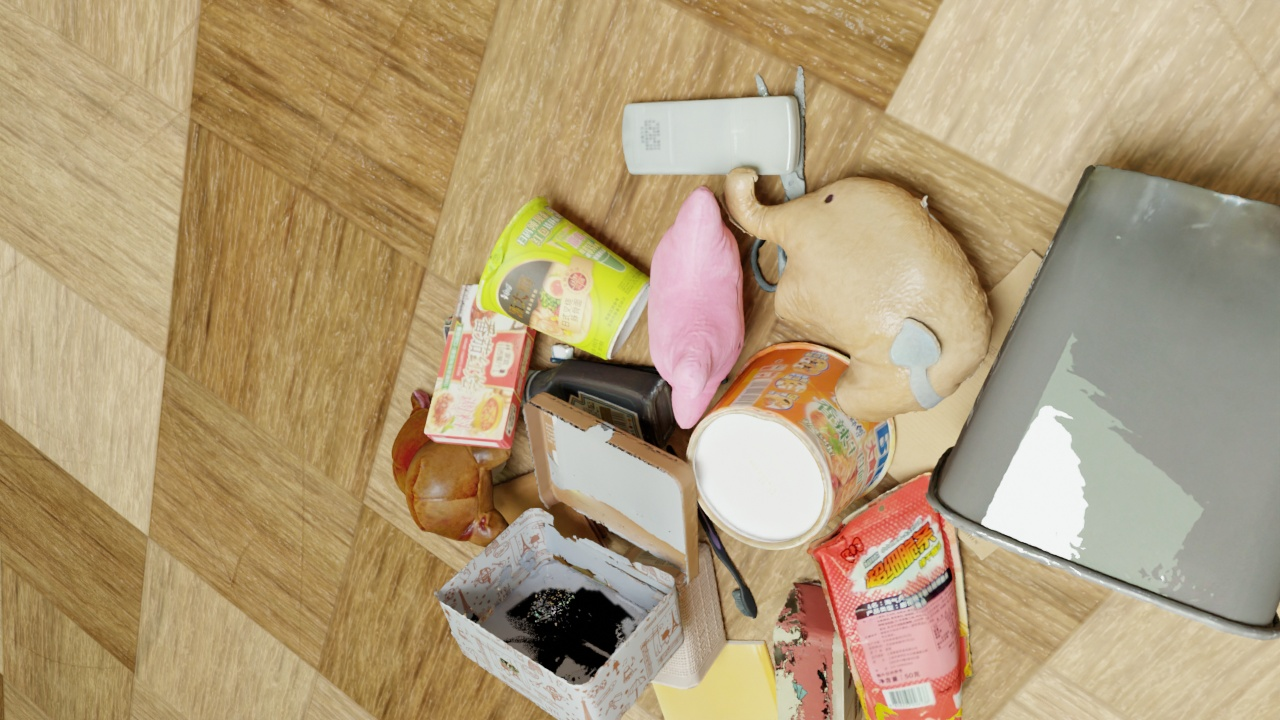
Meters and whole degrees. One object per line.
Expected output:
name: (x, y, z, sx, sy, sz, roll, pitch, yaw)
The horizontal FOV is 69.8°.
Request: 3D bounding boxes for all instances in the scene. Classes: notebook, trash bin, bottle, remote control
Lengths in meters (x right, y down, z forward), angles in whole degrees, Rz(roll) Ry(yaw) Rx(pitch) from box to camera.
notebook: (0.089, 0.377, 0.946, 0.146, 0.010, 0.206, -10, 105, 31)
trash bin: (0.307, 0.010, 0.556, 0.199, 0.198, 0.220, 19, 105, 20)
notebook: (0.278, 0.041, 0.700, 0.149, 0.012, 0.212, 43, 124, 8)
bottle: (-0.064, 0.034, 0.858, 0.195, 0.043, 0.080, 9, 133, 27)
remote control: (0.053, -0.175, 0.718, 0.150, 0.021, 0.058, 8, 111, 32)

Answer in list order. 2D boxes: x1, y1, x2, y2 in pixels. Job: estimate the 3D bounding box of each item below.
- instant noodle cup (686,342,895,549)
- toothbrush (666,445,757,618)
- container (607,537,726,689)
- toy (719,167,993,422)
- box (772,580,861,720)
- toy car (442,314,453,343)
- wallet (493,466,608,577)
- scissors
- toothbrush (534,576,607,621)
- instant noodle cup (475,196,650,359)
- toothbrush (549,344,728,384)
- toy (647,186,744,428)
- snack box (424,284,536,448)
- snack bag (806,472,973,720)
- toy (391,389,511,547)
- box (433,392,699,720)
instant noodle cup: (0.114, 0.073, 0.735, 0.151, 0.111, 0.151, 13, 116, 28)
toothbrush: (0.065, 0.163, 0.866, 0.017, 0.014, 0.189, -19, 101, 44)
container: (0.024, 0.235, 0.875, 0.090, 0.090, 0.111, 2, 108, 28)
toy: (0.154, -0.066, 0.662, 0.144, 0.082, 0.226, -40, 75, 26)
box: (0.153, 0.291, 0.825, 0.077, 0.091, 0.168, 3, 112, 24)
toy car: (-0.170, -0.001, 0.911, 0.042, 0.035, 0.090, 3, 114, 29)
wallet: (-0.104, 0.167, 0.950, 0.132, 0.031, 0.108, -23, 97, 35)
scissors: (0.123, -0.130, 0.712, 0.165, 0.014, 0.164, 40, 121, 11)
toothbrush: (-0.071, 0.246, 0.945, 0.029, 0.020, 0.190, 57, 140, 10)
instant noodle cup: (-0.059, -0.063, 0.787, 0.123, 0.111, 0.112, 29, 122, 6)
toothbrush: (-0.005, 0.005, 0.835, 0.181, 0.015, 0.018, 9, 106, 26)
toy: (0.044, -0.047, 0.718, 0.074, 0.178, 0.194, 3, 78, 3)
snack box: (-0.141, 0.003, 0.834, 0.075, 0.152, 0.025, 4, 156, 13)
snack bag: (0.212, 0.202, 0.746, 0.073, 0.128, 0.208, 38, 149, 66)
toy: (-0.186, 0.103, 0.907, 0.200, 0.130, 0.140, 11, 100, 58)
box: (-0.066, 0.171, 0.759, 0.181, 0.157, 0.206, 23, 133, 34)
